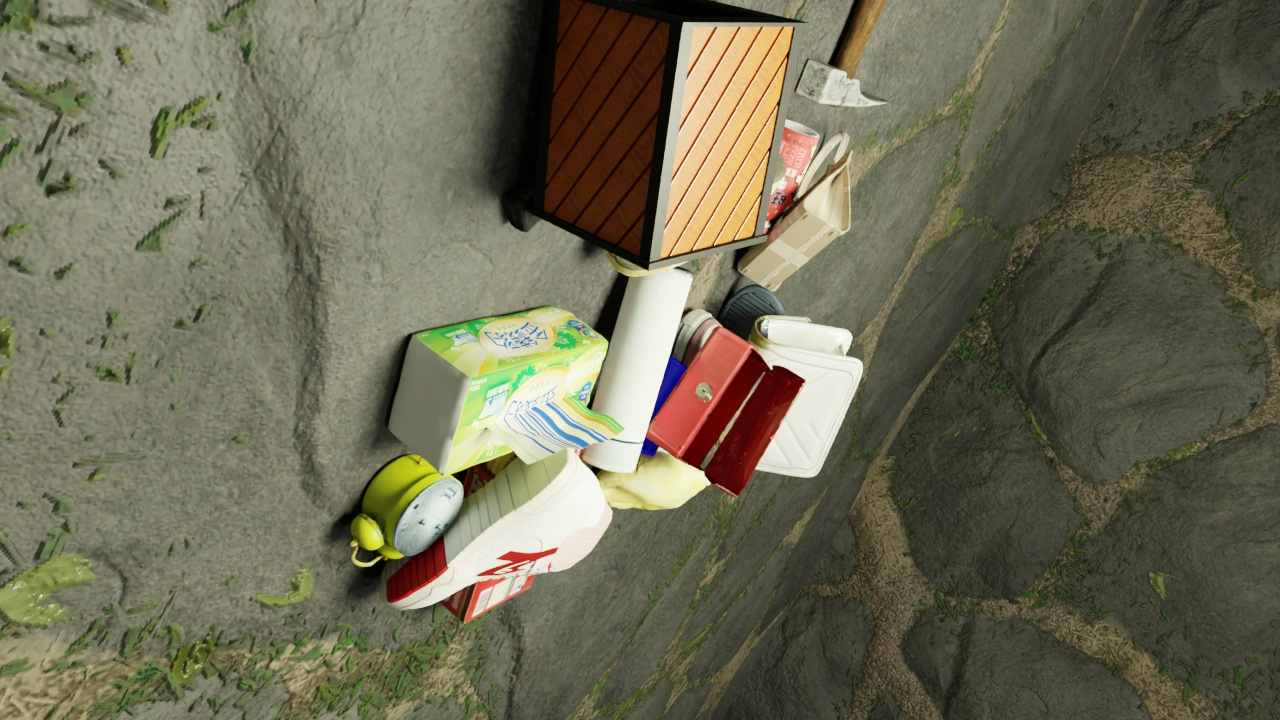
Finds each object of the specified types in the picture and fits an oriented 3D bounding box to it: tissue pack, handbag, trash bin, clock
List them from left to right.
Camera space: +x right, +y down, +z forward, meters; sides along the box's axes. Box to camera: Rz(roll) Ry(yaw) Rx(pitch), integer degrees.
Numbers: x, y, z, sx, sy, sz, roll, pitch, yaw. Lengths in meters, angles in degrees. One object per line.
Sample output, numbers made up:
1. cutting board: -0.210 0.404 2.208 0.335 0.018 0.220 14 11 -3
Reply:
1. clock: -0.215 0.141 0.833 0.119 0.057 0.083 -52 156 -10
2. tissue pack: -0.100 0.037 0.817 0.197 0.141 0.120 -25 140 -49
3. trash bin: 0.017 -0.185 0.714 0.139 0.140 0.172 -19 128 -42
4. handbag: 0.186 0.045 1.186 0.096 0.142 0.199 -87 -170 -54
5. handbag: 0.217 -0.208 1.152 0.197 0.062 0.176 -64 -171 -25

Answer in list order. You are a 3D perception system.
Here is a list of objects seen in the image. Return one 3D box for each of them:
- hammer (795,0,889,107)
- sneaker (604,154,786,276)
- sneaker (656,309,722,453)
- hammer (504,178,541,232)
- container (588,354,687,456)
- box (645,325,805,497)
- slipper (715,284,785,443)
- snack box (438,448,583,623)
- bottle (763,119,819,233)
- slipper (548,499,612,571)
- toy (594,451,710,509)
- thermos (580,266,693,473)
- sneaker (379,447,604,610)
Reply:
1. hammer: 0.299 -0.447 1.088 0.217 0.037 0.301 -18 135 -53
2. sneaker: 0.048 -0.147 0.954 0.240 0.089 0.103 -35 168 -30
3. sneaker: 0.065 0.050 1.191 0.118 0.088 0.242 -28 146 -46
4. hammer: 0.000 -0.215 0.831 0.317 0.032 0.130 -42 152 -27
5. container: 0.006 0.043 1.084 0.113 0.085 0.084 -57 155 3
6. box: 0.093 0.056 1.057 0.157 0.127 0.137 -59 176 -3
7. slipper: 0.151 0.005 1.286 0.082 0.101 0.264 -30 147 -45
8. snack box: -0.141 0.160 0.987 0.113 0.060 0.237 -16 134 -54
9. bottle: 0.157 -0.210 1.081 0.061 0.062 0.138 -21 138 -51
10. slipper: -0.083 0.210 1.158 0.106 0.056 0.221 -56 166 -3
11. toy: 0.015 0.165 1.215 0.170 0.155 0.064 51 30 -63
12. thermos: -0.006 0.006 0.991 0.067 0.068 0.230 -1 109 -61
13. sneaker: -0.135 0.182 0.888 0.237 0.090 0.104 -37 121 5
